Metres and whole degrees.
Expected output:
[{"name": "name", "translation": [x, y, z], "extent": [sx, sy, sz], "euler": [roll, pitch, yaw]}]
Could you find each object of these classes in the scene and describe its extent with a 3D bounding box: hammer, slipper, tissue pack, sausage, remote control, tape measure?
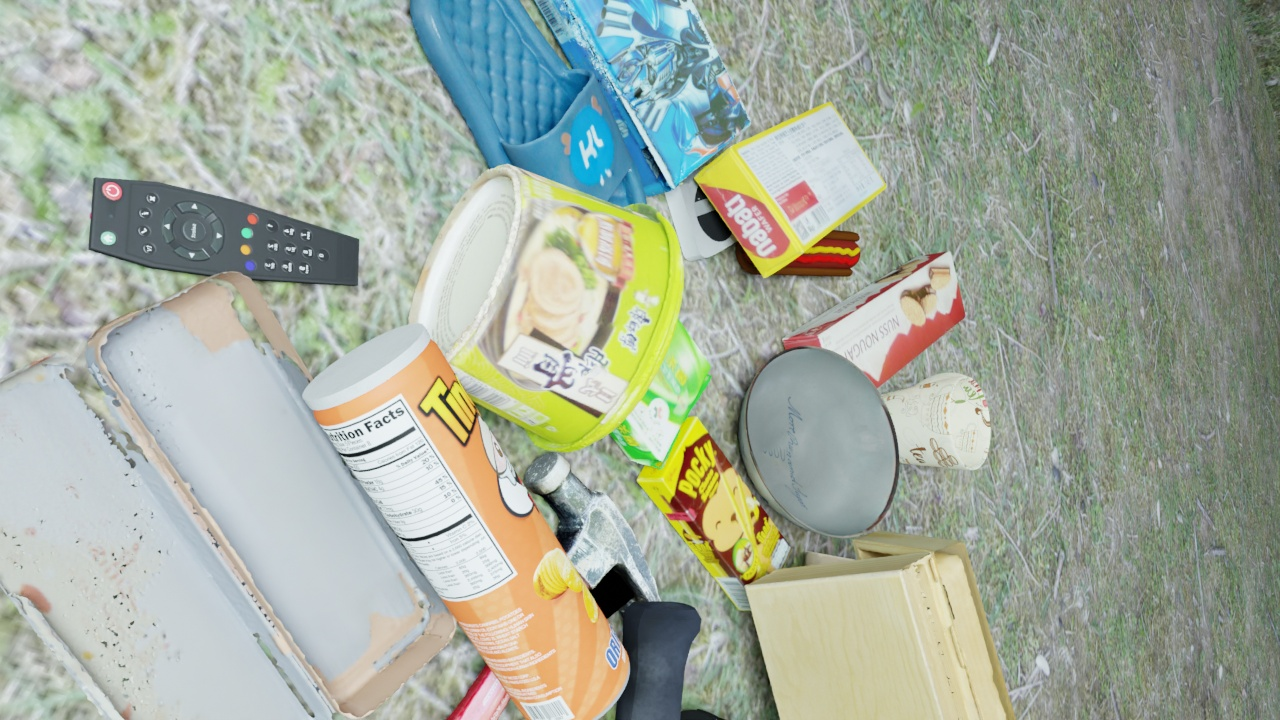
[{"name": "hammer", "translation": [-0.092, 0.211, 0.490], "extent": [0.140, 0.036, 0.325], "euler": [54, 50, -24]}, {"name": "slipper", "translation": [-0.055, -0.152, 0.564], "extent": [0.214, 0.059, 0.103], "euler": [56, 47, -23]}, {"name": "tissue pack", "translation": [-0.004, 0.004, 0.613], "extent": [0.114, 0.034, 0.099], "euler": [54, 49, -29]}, {"name": "sausage", "translation": [0.137, -0.091, 0.767], "extent": [0.155, 0.040, 0.040], "euler": [-4, 87, -46]}, {"name": "remote control", "translation": [-0.193, -0.057, 0.439], "extent": [0.124, 0.010, 0.039], "euler": [8, 79, -45]}, {"name": "hammer", "translation": [0.003, 0.297, 0.528], "extent": [0.139, 0.035, 0.312], "euler": [8, 86, -24]}, {"name": "tape measure", "translation": [0.048, -0.113, 0.694], "extent": [0.064, 0.017, 0.064], "euler": [-28, 105, -45]}]

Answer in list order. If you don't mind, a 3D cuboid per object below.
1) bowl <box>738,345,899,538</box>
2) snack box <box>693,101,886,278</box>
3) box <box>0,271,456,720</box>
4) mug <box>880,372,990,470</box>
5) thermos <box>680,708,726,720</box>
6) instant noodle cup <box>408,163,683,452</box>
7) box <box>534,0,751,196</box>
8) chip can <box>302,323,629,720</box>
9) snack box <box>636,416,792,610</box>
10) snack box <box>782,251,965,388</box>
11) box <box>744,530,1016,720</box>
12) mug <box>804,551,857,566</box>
[{"name": "bowl", "translation": [0.127, 0.067, 0.710], "extent": [0.150, 0.057, 0.150], "euler": [11, 69, -30]}, {"name": "snack box", "translation": [0.126, -0.142, 0.728], "extent": [0.092, 0.042, 0.200], "euler": [55, 40, -1]}, {"name": "box", "translation": [-0.181, 0.083, 0.402], "extent": [0.216, 0.063, 0.156], "euler": [64, 32, -18]}, {"name": "mug", "translation": [0.258, 0.046, 0.831], "extent": [0.121, 0.097, 0.081], "euler": [-50, 119, -38]}, {"name": "thermos", "translation": [0.086, 0.320, 0.641], "extent": [0.230, 0.069, 0.101], "euler": [39, 71, -35]}, {"name": "instant noodle cup", "translation": [-0.056, -0.032, 0.491], "extent": [0.097, 0.147, 0.146], "euler": [24, 67, -30]}, {"name": "box", "translation": [-0.014, -0.237, 0.612], "extent": [0.090, 0.066, 0.243], "euler": [-52, 120, -36]}, {"name": "chip can", "translation": [-0.078, 0.087, 0.447], "extent": [0.062, 0.062, 0.210], "euler": [-46, 118, -40]}, {"name": "snack box", "translation": [0.057, 0.113, 0.664], "extent": [0.149, 0.026, 0.061], "euler": [54, 50, -27]}, {"name": "snack box", "translation": [0.227, -0.031, 0.849], "extent": [0.272, 0.044, 0.076], "euler": [-28, 104, -45]}, {"name": "box", "translation": [0.183, 0.248, 0.604], "extent": [0.148, 0.141, 0.248], "euler": [-12, 85, -36]}, {"name": "mug", "translation": [0.150, 0.206, 0.718], "extent": [0.111, 0.085, 0.104], "euler": [12, 80, -16]}]
